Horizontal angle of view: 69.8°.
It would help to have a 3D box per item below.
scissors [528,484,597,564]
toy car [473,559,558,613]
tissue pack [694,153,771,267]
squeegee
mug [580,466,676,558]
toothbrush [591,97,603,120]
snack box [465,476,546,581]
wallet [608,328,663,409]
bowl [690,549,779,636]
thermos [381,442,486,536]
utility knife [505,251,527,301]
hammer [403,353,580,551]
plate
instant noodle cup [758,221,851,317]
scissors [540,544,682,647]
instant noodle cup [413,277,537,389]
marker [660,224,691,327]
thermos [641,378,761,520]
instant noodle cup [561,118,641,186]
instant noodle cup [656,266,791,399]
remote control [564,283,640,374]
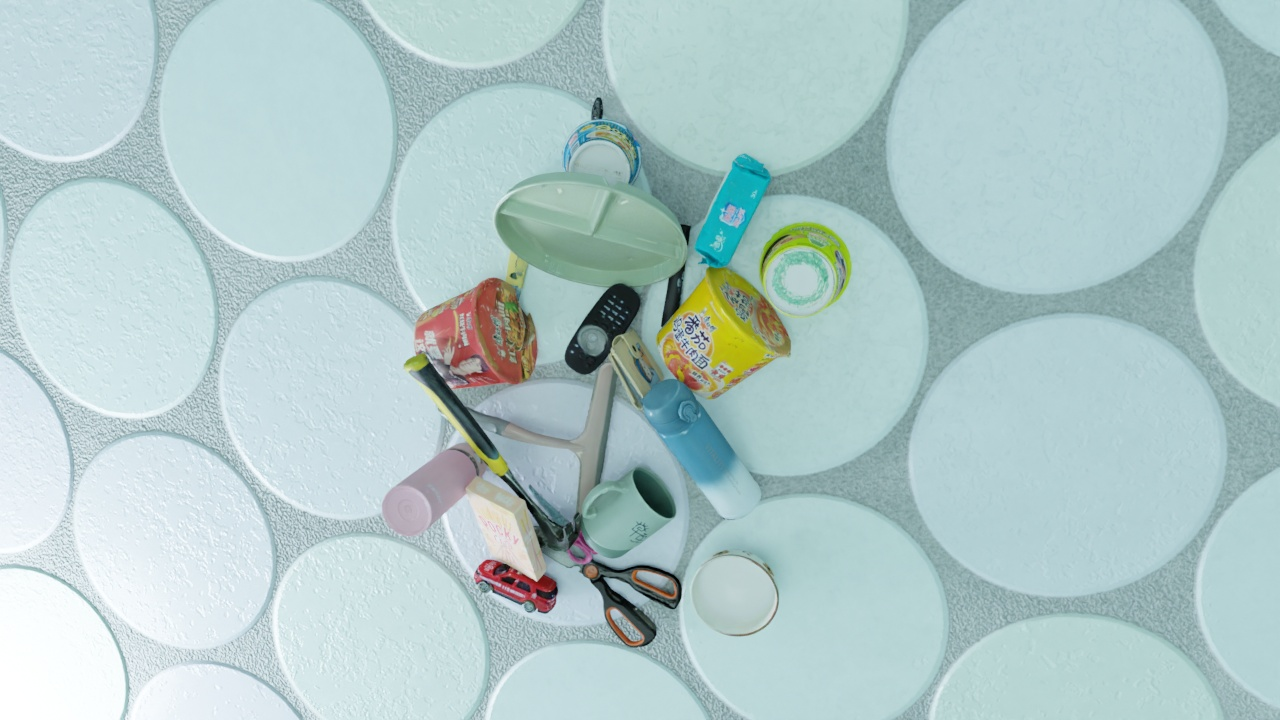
[{"bbox_3d":[-0.107,0.218,1.241,0.056,0.017,0.133,-41,92,20],"label":"scissors"},{"bbox_3d":[-0.171,0.308,1.273,0.120,0.052,0.045,19,105,5],"label":"toy car"},{"bbox_3d":[0.106,-0.173,1.075,0.050,0.093,0.134,26,106,1],"label":"tissue pack"},{"bbox_3d":[-0.167,0.092,1.222,0.250,0.040,0.248,14,112,13],"label":"squeegee"},{"bbox_3d":[-0.028,0.195,1.186,0.106,0.082,0.111,-39,131,21],"label":"mug"},{"bbox_3d":[-0.065,-0.230,1.140,0.014,0.017,0.189,10,106,4],"label":"toothbrush"},{"bbox_3d":[-0.176,0.224,1.212,0.084,0.026,0.157,22,143,28],"label":"snack box"},{"bbox_3d":[-0.007,0.007,1.130,0.024,0.115,0.087,-24,97,19],"label":"wallet"},{"bbox_3d":[0.125,0.295,1.197,0.113,0.062,0.113,3,102,12],"label":"bowl"},{"bbox_3d":[-0.253,0.168,1.180,0.067,0.198,0.087,-27,94,15],"label":"thermos"},{"bbox_3d":[-0.149,-0.155,1.180,0.031,0.018,0.166,18,111,14],"label":"utility knife"},{"bbox_3d":[-0.185,0.122,1.158,0.126,0.031,0.323,-10,121,50],"label":"hammer"},{"bbox_3d":[-0.057,-0.150,1.071,0.230,0.230,0.027,6,67,11],"label":"plate"},{"bbox_3d":[0.187,-0.099,1.058,0.112,0.123,0.112,3,103,12],"label":"instant noodle cup"},{"bbox_3d":[-0.044,0.288,1.259,0.190,0.021,0.229,-27,90,12],"label":"scissors"},{"bbox_3d":[-0.213,-0.025,1.163,0.109,0.137,0.138,-14,99,24],"label":"instant noodle cup"},{"bbox_3d":[0.043,-0.104,1.144,0.022,0.020,0.132,15,106,26],"label":"marker"},{"bbox_3d":[0.075,0.109,1.108,0.070,0.070,0.220,-23,129,16],"label":"thermos"},{"bbox_3d":[-0.047,-0.230,1.077,0.099,0.109,0.099,0,110,0],"label":"instant noodle cup"},{"bbox_3d":[0.093,-0.027,1.096,0.138,0.137,0.110,46,116,-1],"label":"instant noodle cup"},{"bbox_3d":[-0.048,-0.041,1.175,0.053,0.024,0.137,35,111,-5],"label":"remote control"}]
